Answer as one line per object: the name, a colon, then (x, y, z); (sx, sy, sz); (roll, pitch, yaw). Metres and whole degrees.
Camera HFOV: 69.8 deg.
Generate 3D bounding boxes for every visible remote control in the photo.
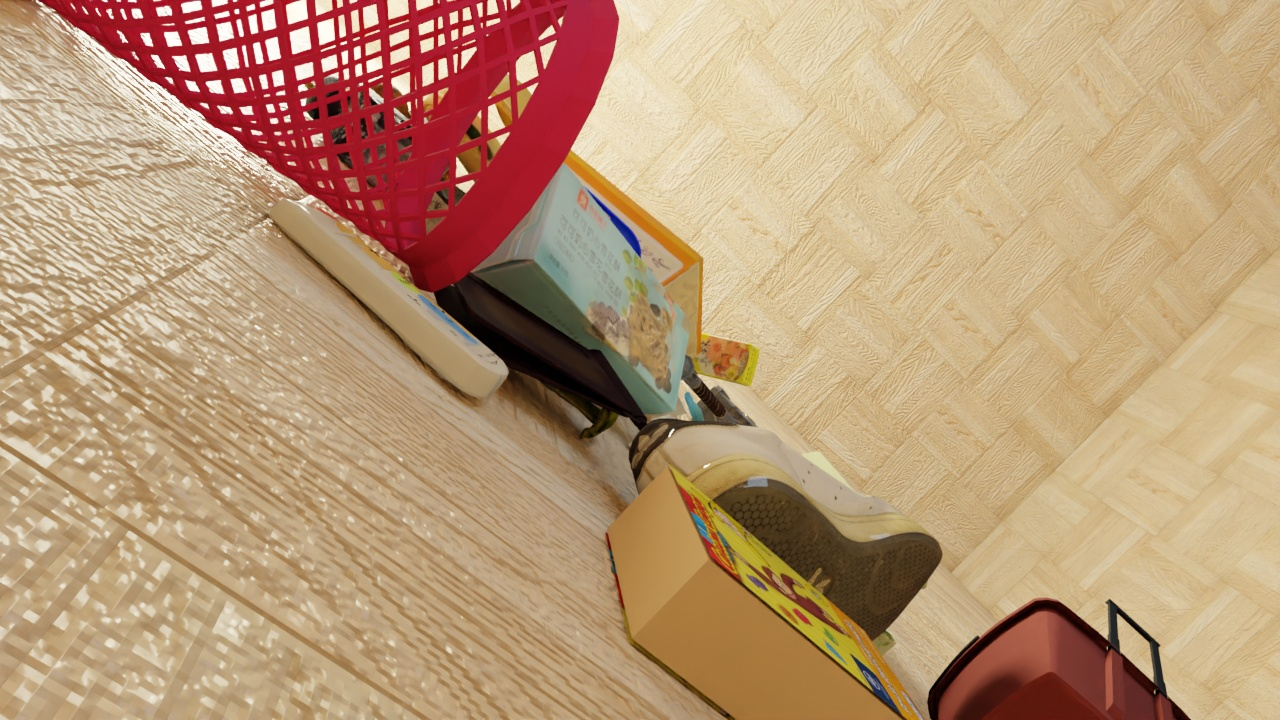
remote control: (-0.111, -0.028, 0.406); (0.125, 0.018, 0.038); (41, 5, 3)

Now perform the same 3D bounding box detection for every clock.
clock: (-0.198, -0.169, 0.686); (0.129, 0.052, 0.090); (45, 6, 14)

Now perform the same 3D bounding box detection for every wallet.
wallet: (-0.053, -0.009, 0.490); (0.115, 0.018, 0.091); (29, 12, -29)

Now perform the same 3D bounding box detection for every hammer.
hammer: (0.070, 0.043, 0.861); (0.098, 0.044, 0.322); (45, 0, 21)

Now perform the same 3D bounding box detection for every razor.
razor: (-0.058, 0.004, 0.521); (0.106, 0.026, 0.042); (39, 7, 4)

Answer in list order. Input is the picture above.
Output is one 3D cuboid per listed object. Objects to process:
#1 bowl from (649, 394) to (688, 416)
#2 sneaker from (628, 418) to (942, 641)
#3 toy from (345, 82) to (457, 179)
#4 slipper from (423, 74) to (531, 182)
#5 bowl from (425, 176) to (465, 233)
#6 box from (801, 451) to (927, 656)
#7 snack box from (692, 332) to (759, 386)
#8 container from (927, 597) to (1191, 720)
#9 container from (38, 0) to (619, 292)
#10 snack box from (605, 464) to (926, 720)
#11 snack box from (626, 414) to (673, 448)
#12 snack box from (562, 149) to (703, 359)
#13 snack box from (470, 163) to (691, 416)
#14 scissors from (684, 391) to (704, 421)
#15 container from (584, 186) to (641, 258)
bowl: (-0.004, 0.005, 0.739); (0.110, 0.040, 0.110); (63, 2, -4)
sneaker: (0.077, 0.093, 0.512); (0.241, 0.089, 0.102); (30, 7, -44)
toy: (-0.211, -0.199, 0.811); (0.087, 0.067, 0.112); (48, -2, 43)
slipper: (-0.109, -0.170, 0.720); (0.099, 0.078, 0.263); (57, -4, -14)
bowl: (-0.104, -0.069, 0.652); (0.157, 0.038, 0.157); (42, 5, -5)
box: (0.137, 0.141, 0.714); (0.077, 0.089, 0.188); (19, 17, -22)
snack box: (0.045, -0.010, 0.930); (0.148, 0.040, 0.029); (14, -5, 24)
container: (0.265, 0.227, 0.564); (0.148, 0.127, 0.200); (45, 16, 17)
container: (-0.155, -0.167, 0.439); (0.225, 0.183, 0.183); (31, 11, -30)
snack box: (0.050, 0.109, 0.365); (0.126, 0.040, 0.088); (42, 6, -15)
snack box: (0.059, 0.097, 0.614); (0.150, 0.026, 0.082); (43, 6, 7)
snack box: (-0.034, -0.085, 0.876); (0.195, 0.080, 0.145); (43, -23, 27)
snack box: (-0.031, -0.038, 0.580); (0.174, 0.053, 0.074); (49, 43, -45)
scissors: (0.054, 0.065, 0.757); (0.126, 0.015, 0.136); (65, -7, -27)
container: (-0.055, -0.077, 0.760); (0.096, 0.058, 0.114); (45, -30, 17)
